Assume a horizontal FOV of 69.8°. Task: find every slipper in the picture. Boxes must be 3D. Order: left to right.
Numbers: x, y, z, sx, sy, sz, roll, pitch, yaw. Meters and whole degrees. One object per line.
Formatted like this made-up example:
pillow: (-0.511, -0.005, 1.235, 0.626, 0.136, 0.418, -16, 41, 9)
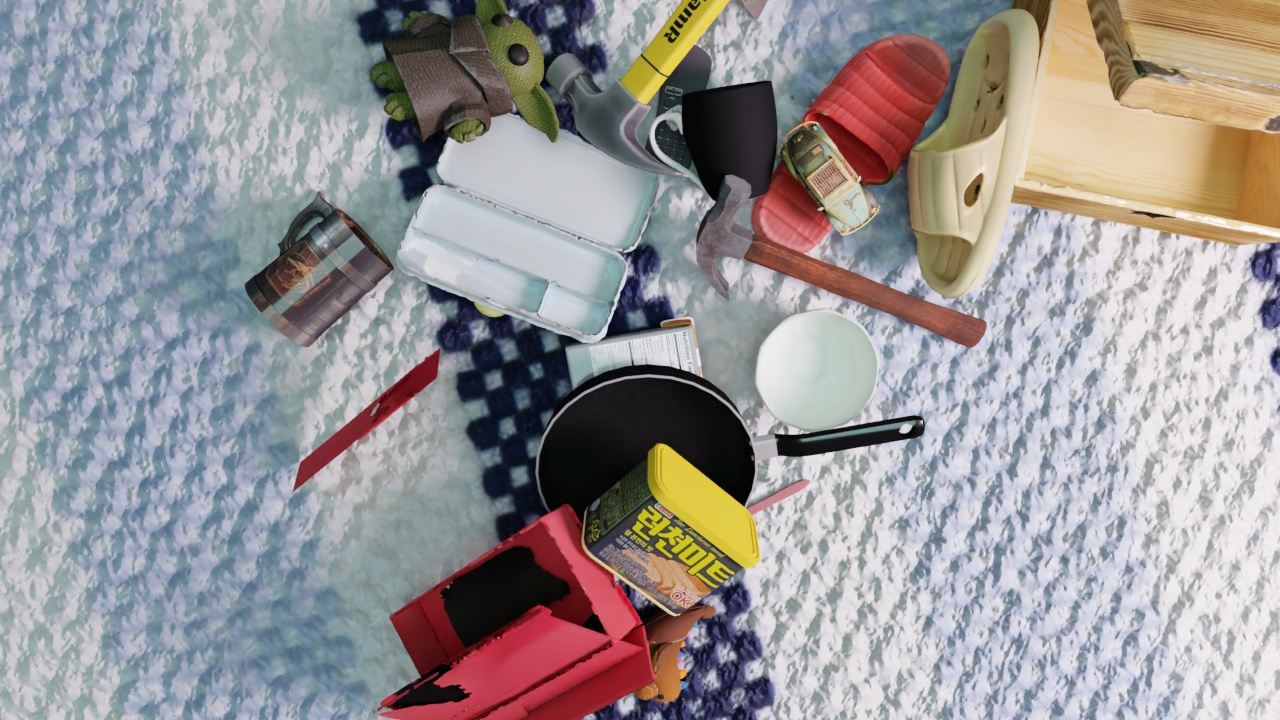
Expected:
slipper: (0.200, -0.208, 0.868, 0.103, 0.059, 0.249, 39, 93, -5)
slipper: (0.286, -0.191, 0.837, 0.079, 0.111, 0.261, 10, 99, -14)

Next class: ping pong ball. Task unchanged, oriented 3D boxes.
ping pong ball: (-0.139, -0.061, 0.874, 0.040, 0.040, 0.040, 0, 94, -3)

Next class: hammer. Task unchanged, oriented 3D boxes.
hammer: (0.059, -0.305, 0.781, 0.325, 0.034, 0.170, -47, 70, 25)
hammer: (0.194, -0.073, 0.876, 0.300, 0.028, 0.111, 19, 129, -11)

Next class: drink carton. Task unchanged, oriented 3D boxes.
drink carton: (-0.005, 0.005, 0.881, 0.125, 0.048, 0.076, -10, 95, -2)

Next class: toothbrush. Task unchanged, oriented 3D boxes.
toothbrush: (0.088, 0.161, 0.915, 0.184, 0.015, 0.015, -26, 102, -2)

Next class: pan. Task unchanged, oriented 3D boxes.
pan: (0.080, 0.082, 0.853, 0.356, 0.044, 0.204, -10, 117, 4)

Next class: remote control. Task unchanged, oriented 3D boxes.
remote control: (0.036, -0.242, 0.882, 0.046, 0.009, 0.124, 12, 94, -3)

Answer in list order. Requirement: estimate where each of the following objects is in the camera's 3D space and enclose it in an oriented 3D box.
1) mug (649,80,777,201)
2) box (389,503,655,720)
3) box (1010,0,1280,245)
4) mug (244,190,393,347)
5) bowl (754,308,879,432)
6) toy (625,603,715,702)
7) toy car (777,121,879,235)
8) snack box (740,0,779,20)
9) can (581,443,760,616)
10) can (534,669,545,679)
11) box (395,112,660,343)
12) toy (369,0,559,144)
mug: (0.069, -0.200, 0.854, 0.119, 0.084, 0.100, -7, 108, 9)
box: (-0.069, 0.370, 0.766, 0.215, 0.138, 0.467, -34, 63, 22)
box: (0.489, -0.261, 0.779, 0.279, 0.264, 0.269, 10, 92, -2)
mug: (-0.305, -0.090, 0.853, 0.107, 0.080, 0.116, -41, 69, 0)
bowl: (0.164, 0.005, 0.879, 0.117, 0.061, 0.117, 0, 100, 0)
toy: (0.035, 0.290, 0.914, 0.102, 0.071, 0.090, -19, 109, -23)
toy car: (0.171, -0.162, 0.831, 0.047, 0.047, 0.112, -37, 102, 19)
snack box: (0.122, -0.381, 0.832, 0.093, 0.094, 0.079, -42, 95, 2)
can: (0.026, 0.156, 0.828, 0.131, 0.072, 0.101, 40, 114, -20)
can: (-0.064, 0.292, 0.907, 0.079, 0.038, 0.038, -15, 95, -1)
box: (-0.103, -0.131, 0.862, 0.209, 0.038, 0.189, 19, 74, -4)
toy: (-0.161, -0.261, 0.828, 0.152, 0.078, 0.179, -23, 78, -12)
